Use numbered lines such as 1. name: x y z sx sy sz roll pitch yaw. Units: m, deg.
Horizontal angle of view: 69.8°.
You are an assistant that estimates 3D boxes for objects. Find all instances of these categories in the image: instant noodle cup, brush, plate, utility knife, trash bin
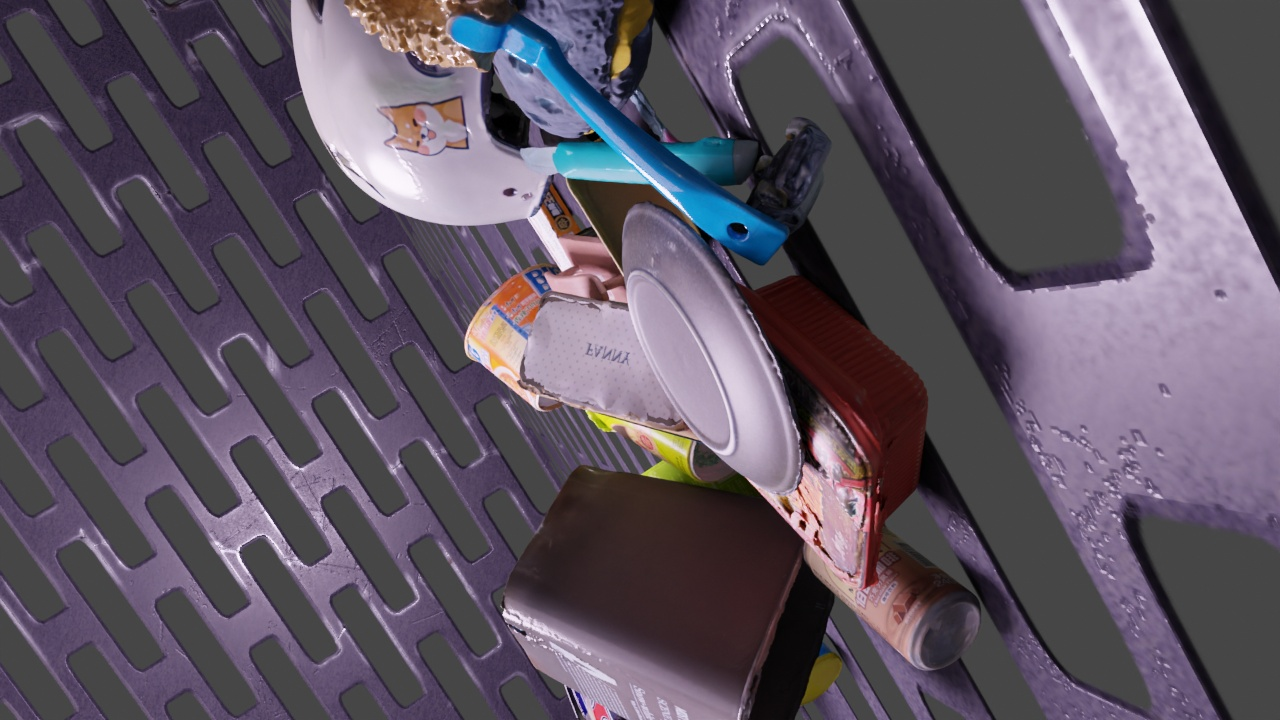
1. instant noodle cup: -0.111 -0.021 1.065 0.111 0.151 0.151 45 164 18
2. instant noodle cup: 0.098 0.032 0.538 0.164 0.079 0.189 49 163 36
3. brush: -0.033 -0.076 0.785 0.063 0.073 0.146 63 165 -19
4. plate: 0.029 -0.001 0.504 0.179 0.024 0.180 58 167 22
5. utility knife: -0.006 -0.121 0.551 0.182 0.013 0.029 11 121 36
6. trash bin: 0.027 0.205 0.752 0.220 0.198 0.199 14 143 23
7. brush: -0.038 -0.128 0.429 0.254 0.045 0.083 39 138 3
8. instant noodle cup: 0.032 0.038 0.758 0.123 0.111 0.112 35 156 42

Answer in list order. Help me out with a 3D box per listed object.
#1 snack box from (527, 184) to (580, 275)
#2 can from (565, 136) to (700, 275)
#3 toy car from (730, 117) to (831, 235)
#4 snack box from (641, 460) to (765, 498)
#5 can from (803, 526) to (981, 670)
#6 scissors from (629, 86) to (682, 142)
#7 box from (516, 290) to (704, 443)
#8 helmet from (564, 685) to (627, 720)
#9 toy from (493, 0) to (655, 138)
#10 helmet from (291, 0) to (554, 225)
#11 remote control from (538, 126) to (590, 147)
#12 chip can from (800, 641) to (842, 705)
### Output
1. snack box: -0.088 -0.138 0.945 0.153 0.026 0.075 57 167 -1
2. can: -0.003 -0.097 0.630 0.102 0.057 0.083 58 -178 1
3. toy car: 0.071 -0.084 0.453 0.034 0.043 0.091 30 170 -2
4. snack box: 0.046 0.126 0.852 0.157 0.026 0.086 -38 83 35
5. can: 0.165 0.148 0.610 0.116 0.058 0.058 38 157 55
6. scissors: 0.014 -0.148 0.577 0.137 0.017 0.074 61 168 2
7. box: -0.004 0.004 0.696 0.184 0.089 0.061 16 176 33
8. helmet: 0.049 0.392 1.192 0.315 0.241 0.246 64 -154 2
9. toy: -0.043 -0.208 0.495 0.357 0.091 0.137 90 164 -64
10. helmet: -0.175 -0.221 0.685 0.229 0.157 0.274 -114 4 -57
11. remote control: -0.034 -0.147 0.735 0.150 0.021 0.058 49 165 32
12. chip can: 0.130 0.280 1.024 0.210 0.071 0.071 46 163 44
